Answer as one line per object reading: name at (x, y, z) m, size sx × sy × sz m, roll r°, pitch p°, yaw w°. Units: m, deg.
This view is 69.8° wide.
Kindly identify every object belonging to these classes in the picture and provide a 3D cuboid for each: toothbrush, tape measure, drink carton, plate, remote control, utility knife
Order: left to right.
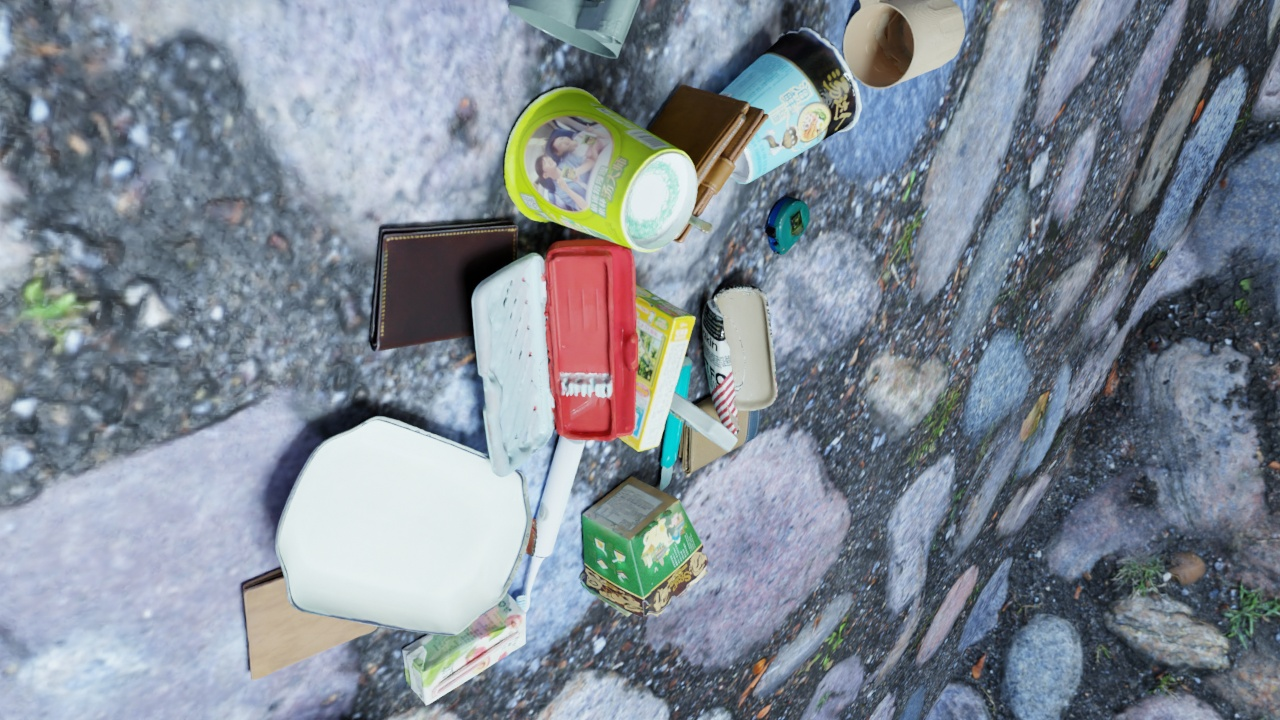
plate at (-0.194, 0.141, 0.773) m, size 0.265 × 0.034 × 0.162 m, roll 32°, pitch 77°, yaw -51°
drink carton at (-0.173, 0.288, 0.919) m, size 0.122 × 0.045 × 0.054 m, roll -24°, pitch 133°, yaw -37°
toothbrush at (-0.096, 0.170, 0.939) m, size 0.026 × 0.027 × 0.221 m, roll 1°, pitch 116°, yaw -38°
utility knife at (0.036, 0.072, 1.030) m, size 0.029 × 0.013 × 0.185 m, roll -17°, pitch 127°, yaw -37°
remote control at (0.036, 0.045, 0.907) m, size 0.019 × 0.135 × 0.056 m, roll -53°, pitch 144°, yaw -4°
tape measure at (0.162, -0.150, 1.004) m, size 0.058 × 0.025 × 0.054 m, roll -48°, pitch 144°, yaw -14°

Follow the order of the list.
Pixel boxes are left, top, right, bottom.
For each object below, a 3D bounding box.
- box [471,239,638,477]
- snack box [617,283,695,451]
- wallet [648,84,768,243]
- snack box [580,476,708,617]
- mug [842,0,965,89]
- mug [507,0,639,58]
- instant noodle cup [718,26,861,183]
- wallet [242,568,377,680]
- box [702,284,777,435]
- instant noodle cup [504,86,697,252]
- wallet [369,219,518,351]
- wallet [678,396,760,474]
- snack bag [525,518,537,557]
box at (-0.073, -0.002, 0.783) m, size 0.157 × 0.069 × 0.201 m, roll -17°, pitch 129°, yaw -22°
snack box at (-0.005, 0.005, 0.872) m, size 0.033 × 0.087 × 0.141 m, roll -12°, pitch 124°, yaw -45°
wallet at (0.037, -0.166, 0.769) m, size 0.130 × 0.119 × 0.035 m, roll -55°, pitch 137°, yaw -3°
snack box at (-0.002, 0.197, 1.010) m, size 0.118 × 0.118 × 0.106 m, roll -34°, pitch 126°, yaw -32°
mug at (0.269, -0.352, 0.946) m, size 0.103 × 0.084 × 0.125 m, roll -28°, pitch 108°, yaw -36°
mug at (-0.025, -0.269, 0.621) m, size 0.083 × 0.124 × 0.103 m, roll 17°, pitch 100°, yaw -35°
instant noodle cup at (0.120, -0.225, 0.841) m, size 0.120 × 0.111 × 0.111 m, roll -39°, pitch 140°, yaw -13°
wallet at (-0.273, 0.206, 0.768) m, size 0.115 × 0.020 × 0.101 m, roll -16°, pitch 126°, yaw -40°
box at (0.112, -0.001, 1.000) m, size 0.086 × 0.075 × 0.162 m, roll -19°, pitch 121°, yaw -9°
instant noodle cup at (-0.025, -0.140, 0.711) m, size 0.111 × 0.123 × 0.112 m, roll -29°, pitch 135°, yaw -34°
wallet at (-0.151, -0.059, 0.715) m, size 0.122 × 0.020 × 0.096 m, roll -13°, pitch 121°, yaw -43°
wallet at (0.094, 0.076, 1.086) m, size 0.115 × 0.033 × 0.090 m, roll -26°, pitch 131°, yaw -34°
snack bag at (-0.145, 0.185, 0.893) m, size 0.105 × 0.026 × 0.045 m, roll -14°, pitch 129°, yaw -41°
